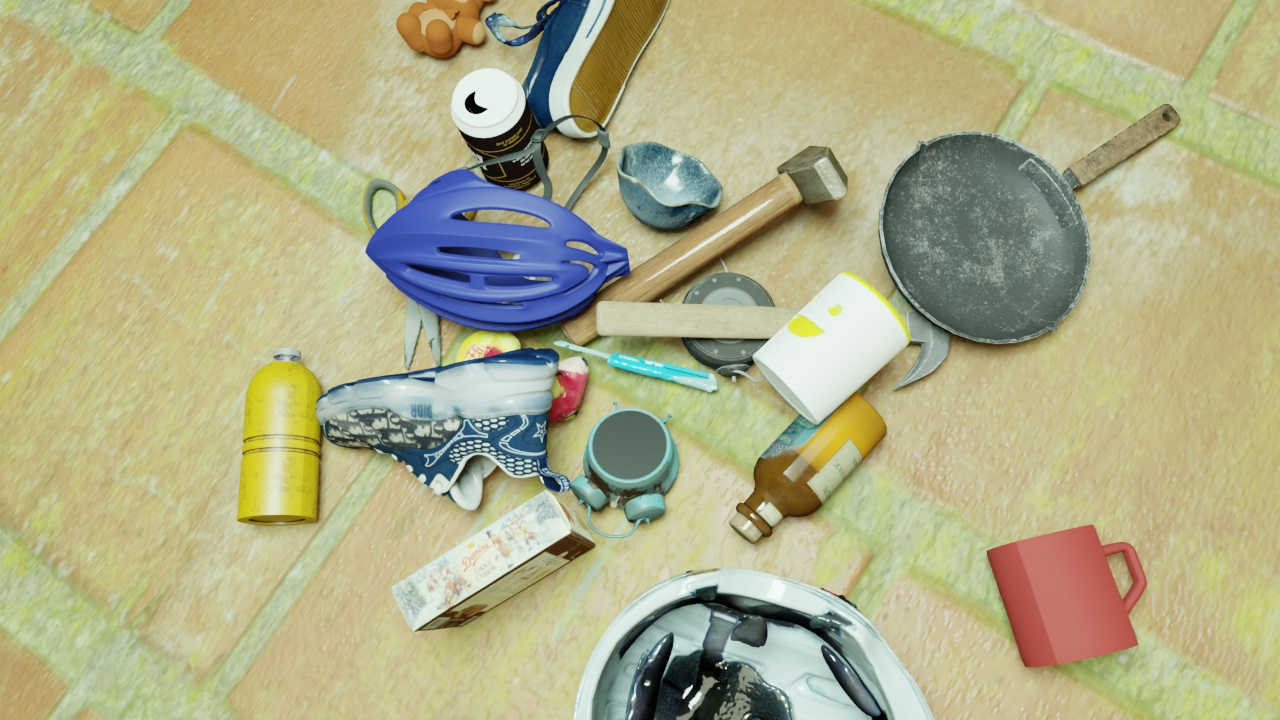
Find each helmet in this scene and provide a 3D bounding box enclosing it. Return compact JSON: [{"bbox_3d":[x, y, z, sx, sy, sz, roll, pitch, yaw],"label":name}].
[{"bbox_3d":[-0.119,-0.134,0.856,0.242,0.148,0.227,12,63,11],"label":"helmet"},{"bbox_3d":[0.083,0.283,0.707,0.264,0.164,0.236,18,80,5],"label":"helmet"}]

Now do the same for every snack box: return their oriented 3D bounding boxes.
[{"bbox_3d":[-0.117,0.172,0.774,0.147,0.143,0.041,-31,74,-3],"label":"snack box"}]

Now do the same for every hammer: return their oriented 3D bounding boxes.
[{"bbox_3d":[0.126,-0.036,0.827,0.331,0.031,0.119,2,76,-10],"label":"hammer"},{"bbox_3d":[0.053,-0.102,0.857,0.301,0.157,0.037,-33,101,9],"label":"hammer"}]

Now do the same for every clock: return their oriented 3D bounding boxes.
[{"bbox_3d":[-0.014,0.099,0.828,0.090,0.053,0.124,12,63,9],"label":"clock"},{"bbox_3d":[0.085,-0.031,0.863,0.091,0.044,0.123,-36,77,-9],"label":"clock"}]

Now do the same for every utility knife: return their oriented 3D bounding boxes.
[{"bbox_3d":[-0.005,0.005,0.861,0.158,0.015,0.022,13,35,-3],"label":"utility knife"}]

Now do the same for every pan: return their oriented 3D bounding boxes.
[{"bbox_3d":[0.373,-0.149,0.859,0.356,0.040,0.207,-31,83,-15],"label":"pan"}]

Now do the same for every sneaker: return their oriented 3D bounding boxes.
[{"bbox_3d":[-0.180,0.071,0.817,0.270,0.103,0.132,-9,93,30],"label":"sneaker"},{"bbox_3d":[-0.060,-0.374,0.968,0.127,0.120,0.294,16,77,34],"label":"sneaker"}]

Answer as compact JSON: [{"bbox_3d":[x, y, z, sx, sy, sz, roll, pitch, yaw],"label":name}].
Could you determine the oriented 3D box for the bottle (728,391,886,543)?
[{"bbox_3d":[0.141,0.096,0.806,0.068,0.068,0.157,42,82,16],"label":"bottle"}]

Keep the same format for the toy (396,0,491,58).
[{"bbox_3d":[-0.204,-0.386,0.998,0.095,0.065,0.127,23,72,15],"label":"toy"}]

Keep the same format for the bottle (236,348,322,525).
[{"bbox_3d":[-0.341,0.070,0.871,0.071,0.071,0.163,-5,73,5],"label":"bottle"}]

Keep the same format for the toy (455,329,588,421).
[{"bbox_3d":[-0.120,0.027,0.863,0.137,0.067,0.105,12,90,16],"label":"toy"}]

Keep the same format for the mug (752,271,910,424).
[{"bbox_3d":[0.160,-0.010,0.772,0.106,0.082,0.082,-43,73,-1],"label":"mug"}]

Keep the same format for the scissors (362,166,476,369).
[{"bbox_3d":[-0.212,-0.103,0.936,0.166,0.016,0.225,-20,72,1],"label":"scissors"}]

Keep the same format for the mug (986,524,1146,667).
[{"bbox_3d":[0.357,0.189,0.748,0.116,0.080,0.096,-12,72,-4],"label":"mug"}]

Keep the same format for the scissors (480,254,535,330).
[{"bbox_3d":[-0.135,-0.048,0.914,0.084,0.012,0.133,-7,77,2],"label":"scissors"}]

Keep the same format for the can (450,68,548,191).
[{"bbox_3d":[-0.136,-0.223,0.904,0.072,0.128,0.071,-2,73,6],"label":"can"}]

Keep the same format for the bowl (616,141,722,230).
[{"bbox_3d":[0.021,-0.163,0.896,0.110,0.055,0.110,15,39,-13],"label":"bowl"}]
